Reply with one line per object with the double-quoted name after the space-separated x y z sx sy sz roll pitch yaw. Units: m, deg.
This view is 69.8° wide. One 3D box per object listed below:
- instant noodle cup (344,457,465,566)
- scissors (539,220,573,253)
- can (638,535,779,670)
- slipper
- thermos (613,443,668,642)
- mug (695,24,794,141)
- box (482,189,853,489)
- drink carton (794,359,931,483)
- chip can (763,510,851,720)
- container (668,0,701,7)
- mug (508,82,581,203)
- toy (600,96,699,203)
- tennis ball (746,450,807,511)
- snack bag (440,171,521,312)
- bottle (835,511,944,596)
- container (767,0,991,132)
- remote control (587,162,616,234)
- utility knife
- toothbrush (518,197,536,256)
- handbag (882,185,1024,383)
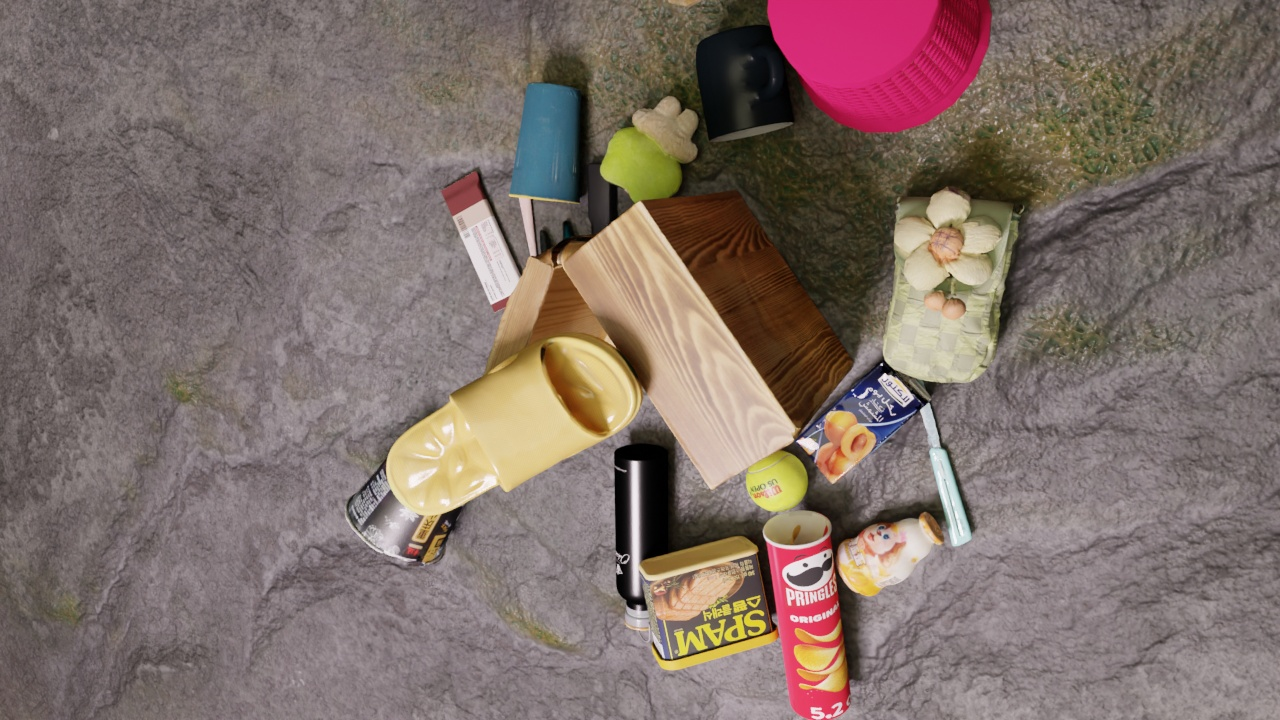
-0.275 0.166 1.128 0.137 0.137 0.112 37 104 11 "instant noodle cup"
-0.082 -0.090 1.028 0.128 0.019 0.140 31 98 28 "scissors"
0.072 0.263 1.009 0.135 0.075 0.104 -13 95 -10 "can"
-0.123 0.060 0.768 0.264 0.078 0.099 -30 87 25 "slipper"
0.001 0.215 1.059 0.061 0.061 0.231 4 103 21 "thermos"
0.105 -0.269 0.881 0.085 0.122 0.094 -14 97 -15 "mug"
-0.015 -0.008 0.901 0.316 0.278 0.282 -33 88 27 "box"
0.227 0.060 0.941 0.064 0.040 0.130 49 115 13 "drink carton"
0.179 0.273 0.975 0.069 0.069 0.221 -2 111 22 "chip can"
0.112 -0.429 0.803 0.250 0.186 0.157 -18 94 24 "container"
-0.099 -0.235 0.997 0.078 0.078 0.121 9 100 20 "mug"
0.014 -0.221 0.967 0.092 0.046 0.115 40 106 9 "toy"
0.146 0.128 0.979 0.065 0.065 0.065 5 103 21 "tennis ball"
-0.182 -0.139 1.082 0.057 0.013 0.158 -23 92 27 "snack bag"
0.258 0.197 0.950 0.109 0.063 0.063 -37 86 24 "bottle"
0.195 -0.291 0.778 0.183 0.225 0.183 5 103 21 "container"
-0.043 -0.150 1.021 0.032 0.015 0.136 5 103 21 "remote control"
0.307 0.103 0.939 0.022 0.015 0.179 -15 92 25 "utility knife"
-0.128 -0.138 1.058 0.016 0.018 0.181 -4 99 22 "toothbrush"
0.285 -0.067 0.851 0.113 0.116 0.186 8 102 20 "handbag"
